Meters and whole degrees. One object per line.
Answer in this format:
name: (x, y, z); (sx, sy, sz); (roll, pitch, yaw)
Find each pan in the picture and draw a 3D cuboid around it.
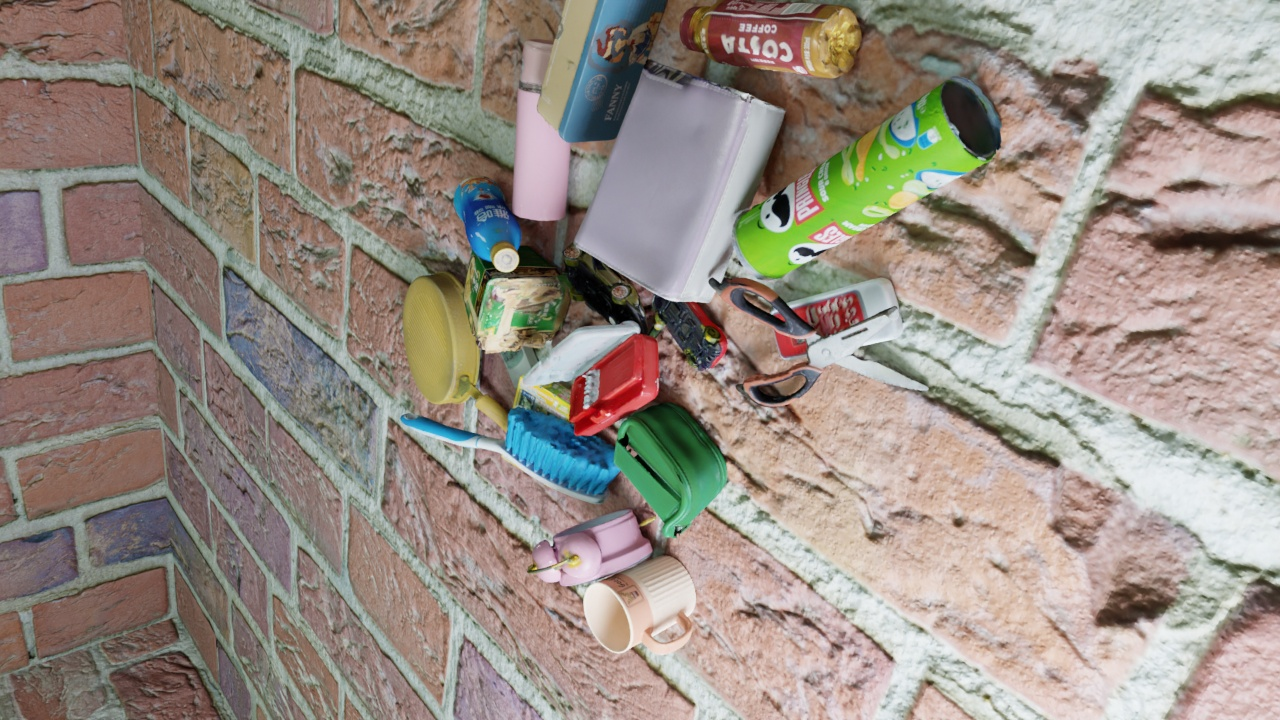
pan: (-0.245, 0.026, 1.323); (0.357, 0.078, 0.198); (59, 140, 29)

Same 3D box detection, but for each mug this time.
mug: (0.011, 0.287, 1.057); (0.114, 0.105, 0.082); (36, 126, 37)

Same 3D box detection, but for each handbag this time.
handbag: (0.034, -0.170, 0.877); (0.145, 0.098, 0.197); (31, 109, 28)
handbag: (0.028, 0.120, 1.026); (0.131, 0.067, 0.120); (51, 141, 25)

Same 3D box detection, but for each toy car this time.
toy car: (-0.039, -0.078, 1.048); (0.158, 0.042, 0.070); (43, 155, 32)
toy car: (0.051, -0.040, 0.970); (0.106, 0.031, 0.049); (52, 134, 21)

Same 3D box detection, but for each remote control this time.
remote control: (0.175, -0.036, 0.837); (0.136, 0.020, 0.056); (-13, 90, 50)
remote control: (-0.176, -0.031, 1.244); (0.056, 0.019, 0.135); (-34, 75, 48)

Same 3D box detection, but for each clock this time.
clock: (-0.063, 0.225, 1.083); (0.117, 0.158, 0.060); (-21, 88, 49)

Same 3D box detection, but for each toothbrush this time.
toothbrush: (-0.006, 0.006, 1.066); (0.017, 0.012, 0.186); (51, 134, 18)

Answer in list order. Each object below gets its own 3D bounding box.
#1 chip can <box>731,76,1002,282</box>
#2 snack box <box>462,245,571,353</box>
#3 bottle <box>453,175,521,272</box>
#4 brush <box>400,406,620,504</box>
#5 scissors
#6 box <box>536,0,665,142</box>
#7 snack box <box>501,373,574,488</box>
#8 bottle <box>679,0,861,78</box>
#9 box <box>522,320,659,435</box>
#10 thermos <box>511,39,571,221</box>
chip can: (0.178, -0.143, 0.763); (0.237, 0.072, 0.072); (-29, 79, 49)
snack box: (-0.166, -0.088, 1.154); (0.105, 0.118, 0.118); (53, 136, 39)
bottle: (-0.183, -0.163, 1.119); (0.218, 0.065, 0.065); (-121, 37, -56)
brush: (-0.171, 0.101, 1.166); (0.314, 0.060, 0.110); (25, 126, 13)
scissors: (0.154, -0.007, 0.842); (0.223, 0.015, 0.189); (28, 142, 21)
box: (-0.046, -0.311, 0.959); (0.062, 0.089, 0.185); (45, 134, 30)
snack box: (-0.128, 0.090, 1.195); (0.087, 0.033, 0.141); (29, 126, 18)
bottle: (0.108, -0.288, 0.811); (0.175, 0.057, 0.057); (26, 119, 43)
box: (-0.065, 0.020, 1.039); (0.202, 0.101, 0.095); (145, 129, -60)
thermos: (-0.115, -0.270, 1.074); (0.087, 0.067, 0.199); (-121, 33, -63)
